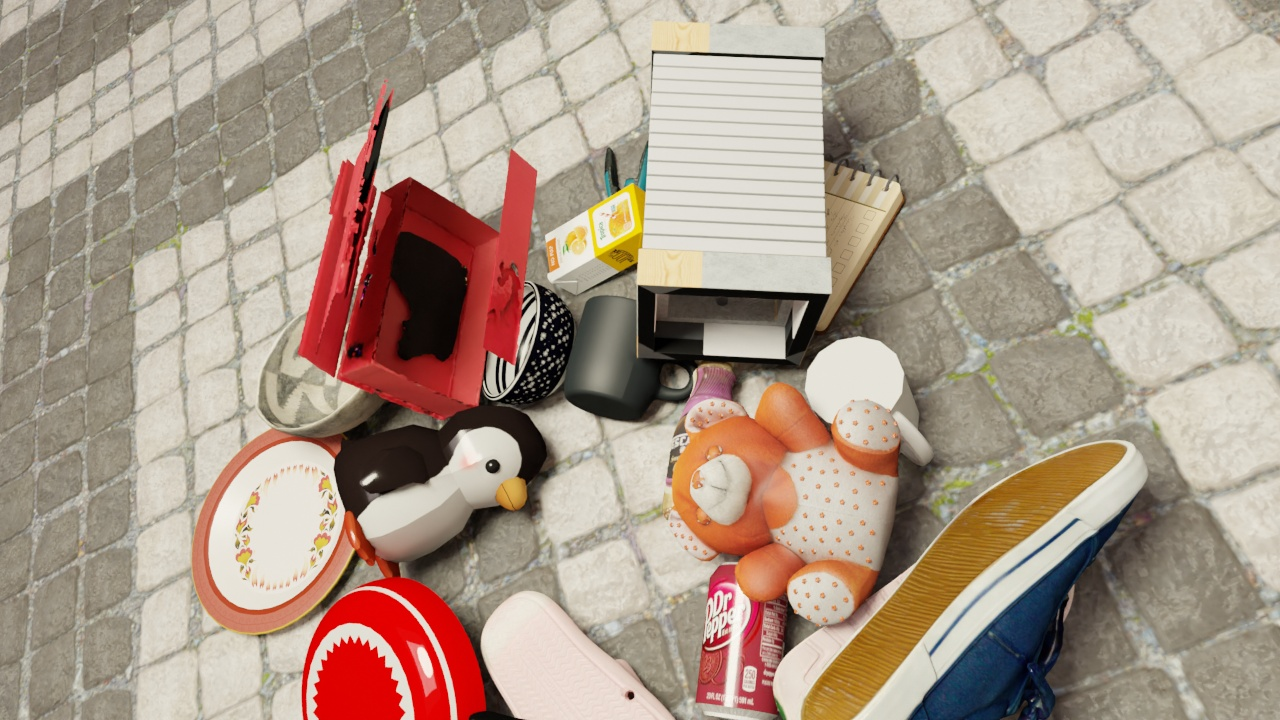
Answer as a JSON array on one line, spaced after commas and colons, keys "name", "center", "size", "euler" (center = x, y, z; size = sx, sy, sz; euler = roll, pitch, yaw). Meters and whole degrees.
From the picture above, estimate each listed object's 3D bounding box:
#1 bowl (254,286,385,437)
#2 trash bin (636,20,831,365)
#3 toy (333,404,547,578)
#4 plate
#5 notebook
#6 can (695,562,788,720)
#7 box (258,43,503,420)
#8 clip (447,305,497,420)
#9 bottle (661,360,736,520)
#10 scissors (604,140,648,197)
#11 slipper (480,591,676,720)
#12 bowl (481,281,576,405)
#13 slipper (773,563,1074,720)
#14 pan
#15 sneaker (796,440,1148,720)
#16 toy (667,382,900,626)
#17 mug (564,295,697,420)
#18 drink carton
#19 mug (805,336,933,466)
[{"name": "bowl", "center": [-0.317, 0.015, 0.982], "size": [0.179, 0.081, 0.178], "euler": [-17, 49, 21]}, {"name": "trash bin", "center": [0.075, -0.140, 0.782], "size": [0.142, 0.143, 0.246], "euler": [3, 68, 1]}, {"name": "toy", "center": [-0.181, 0.097, 0.855], "size": [0.184, 0.159, 0.140], "euler": [-24, 63, -7]}, {"name": "plate", "center": [-0.382, 0.175, 0.976], "size": [0.230, 0.021, 0.229], "euler": [-10, 63, 21]}, {"name": "notebook", "center": [0.119, -0.137, 0.887], "size": [0.226, 0.024, 0.167], "euler": [27, 82, 32]}, {"name": "can", "center": [0.080, 0.219, 0.714], "size": [0.063, 0.063, 0.114], "euler": [-1, 66, 24]}, {"name": "box", "center": [-0.242, -0.095, 0.832], "size": [0.121, 0.318, 0.210], "euler": [-3, 63, 16]}, {"name": "clip", "center": [-0.215, 0.021, 0.968], "size": [0.159, 0.030, 0.173], "euler": [-12, 61, 22]}, {"name": "bottle", "center": [0.059, 0.061, 0.801], "size": [0.060, 0.059, 0.165], "euler": [-1, 64, 24]}, {"name": "scissors", "center": [-0.014, -0.175, 0.969], "size": [0.123, 0.019, 0.148], "euler": [36, 87, 32]}, {"name": "slipper", "center": [-0.048, 0.283, 0.750], "size": [0.221, 0.055, 0.107], "euler": [42, 90, 24]}, {"name": "bowl", "center": [-0.100, -0.011, 0.897], "size": [0.120, 0.066, 0.120], "euler": [-37, 43, 46]}, {"name": "slipper", "center": [0.207, 0.201, 0.665], "size": [0.239, 0.064, 0.094], "euler": [-30, 61, -6]}, {"name": "pan", "center": [-0.157, 0.293, 0.746], "size": [0.357, 0.067, 0.209], "euler": [-2, 86, 37]}, {"name": "sneaker", "center": [0.243, 0.177, 0.592], "size": [0.294, 0.121, 0.127], "euler": [-43, 96, -13]}, {"name": "toy", "center": [0.099, 0.099, 0.684], "size": [0.173, 0.092, 0.163], "euler": [10, 88, 29]}, {"name": "mug", "center": [-0.005, 0.005, 0.852], "size": [0.121, 0.085, 0.094], "euler": [15, 72, -1]}, {"name": "drink carton", "center": [-0.040, -0.119, 0.926], "size": [0.123, 0.040, 0.058], "euler": [-25, 60, 29]}, {"name": "mug", "center": [0.189, 0.042, 0.730], "size": [0.073, 0.089, 0.105], "euler": [-45, 57, 0]}]
